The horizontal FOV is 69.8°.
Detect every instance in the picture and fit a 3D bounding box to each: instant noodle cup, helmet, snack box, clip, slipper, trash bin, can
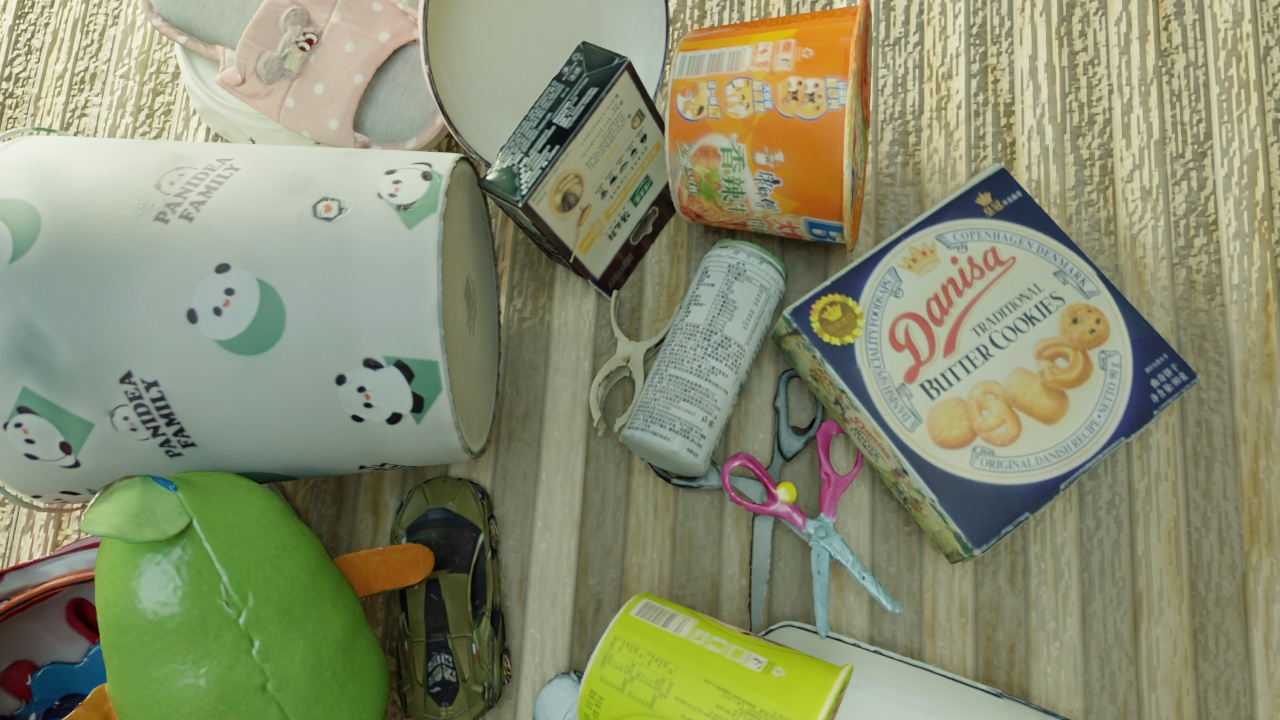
[{"bbox_3d":[0.083,-0.146,0.576,0.111,0.151,0.151,4,78,16],"label":"instant noodle cup"},{"bbox_3d":[-0.331,0.219,0.545,0.207,0.144,0.239,46,60,-6],"label":"helmet"},{"bbox_3d":[-0.029,-0.119,0.598,0.053,0.125,0.113,32,83,28],"label":"snack box"},{"bbox_3d":[-0.009,0.003,0.609,0.070,0.035,0.099,15,75,11],"label":"clip"},{"bbox_3d":[0.205,-0.002,0.561,0.177,0.046,0.182,-34,76,-12],"label":"snack box"},{"bbox_3d":[0.035,0.188,0.495,0.123,0.111,0.111,23,81,21],"label":"instant noodle cup"},{"bbox_3d":[-0.240,-0.223,0.624,0.274,0.054,0.114,31,91,16],"label":"slipper"},{"bbox_3d":[-0.223,-0.027,0.554,0.252,0.230,0.229,-1,77,0],"label":"trash bin"},{"bbox_3d":[0.042,-0.002,0.580,0.058,0.058,0.146,22,72,11],"label":"can"}]

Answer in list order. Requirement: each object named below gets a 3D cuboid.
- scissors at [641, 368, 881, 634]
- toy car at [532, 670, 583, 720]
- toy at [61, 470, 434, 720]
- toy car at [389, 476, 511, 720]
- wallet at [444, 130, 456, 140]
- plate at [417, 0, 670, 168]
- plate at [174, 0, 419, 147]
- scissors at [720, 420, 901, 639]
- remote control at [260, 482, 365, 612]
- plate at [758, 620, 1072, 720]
[{"bbox_3d":[0.073,0.085,0.575,0.159,0.014,0.178,5,67,15],"label":"scissors"},{"bbox_3d":[-0.025,0.229,0.561,0.090,0.034,0.043,31,86,14],"label":"toy car"},{"bbox_3d":[-0.204,0.164,0.486,0.226,0.090,0.247,-28,103,-39],"label":"toy"},{"bbox_3d":[-0.125,0.152,0.587,0.070,0.042,0.158,-9,74,5],"label":"toy car"},{"bbox_3d":[-0.104,-0.207,0.640,0.090,0.033,0.115,12,102,-11],"label":"wallet"},{"bbox_3d":[-0.064,-0.213,0.601,0.039,0.192,0.192,27,81,45],"label":"plate"},{"bbox_3d":[-0.257,-0.251,0.689,0.205,0.045,0.204,-1,78,6],"label":"plate"},{"bbox_3d":[0.113,0.094,0.552,0.118,0.017,0.133,-40,73,-12],"label":"scissors"},{"bbox_3d":[-0.239,0.135,0.613,0.049,0.024,0.125,-42,77,-3],"label":"remote control"},{"bbox_3d":[0.149,0.256,0.532,0.266,0.034,0.162,17,80,11],"label":"plate"}]
